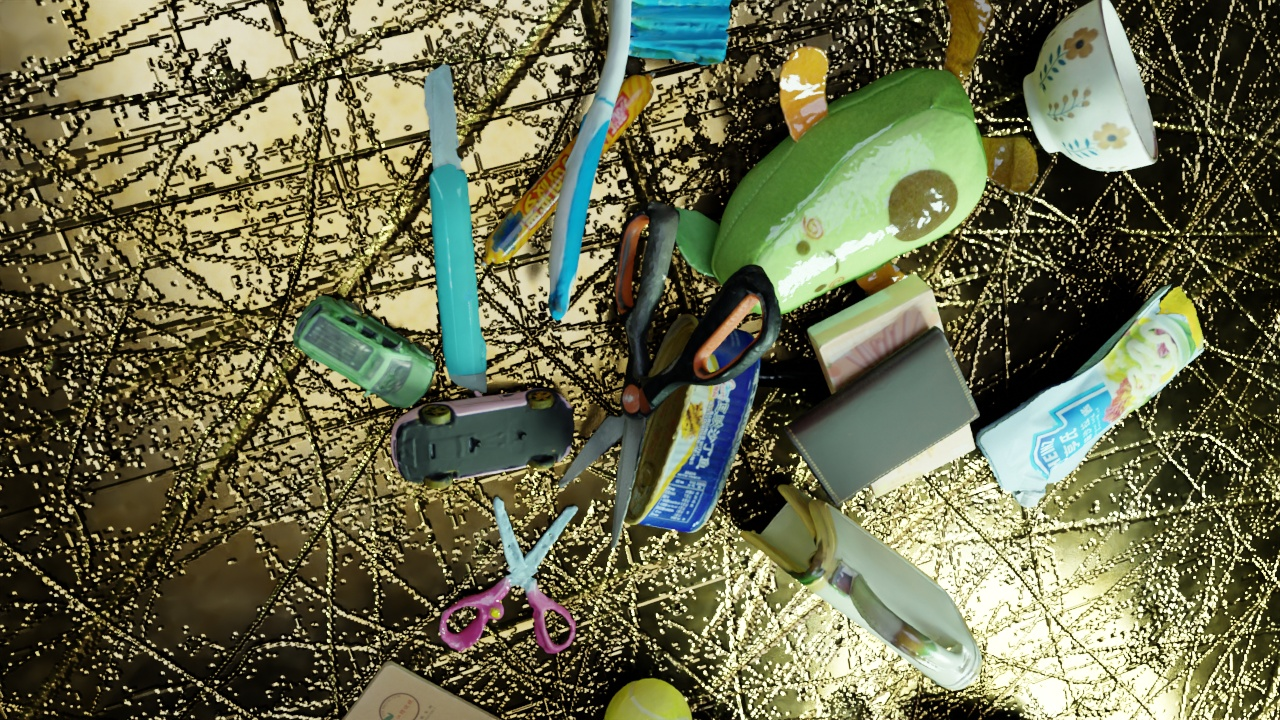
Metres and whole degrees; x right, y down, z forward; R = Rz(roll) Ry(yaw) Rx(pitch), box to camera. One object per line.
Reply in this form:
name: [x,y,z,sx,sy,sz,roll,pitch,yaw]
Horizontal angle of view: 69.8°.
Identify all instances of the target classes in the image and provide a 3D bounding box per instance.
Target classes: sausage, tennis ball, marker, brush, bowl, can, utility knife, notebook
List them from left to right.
notebook: [-0.145,0.328,0.690,0.207,0.008,0.148,36,94,-20]
utility knife: [-0.117,-0.078,0.582,0.029,0.013,0.210,-5,109,-11]
sausage: [-0.046,-0.121,0.583,0.021,0.021,0.165,40,93,-20]
brush: [-0.001,-0.181,0.544,0.109,0.060,0.314,0,95,-7]
tennis ball: [0.006,0.270,0.679,0.065,0.065,0.065,-3,106,-13]
can: [0.031,0.044,0.620,0.049,0.074,0.148,14,102,-20]
marker: [0.124,0.011,0.660,0.132,0.022,0.020,3,69,-14]
bowl: [0.298,-0.177,0.617,0.062,0.113,0.113,-16,114,36]

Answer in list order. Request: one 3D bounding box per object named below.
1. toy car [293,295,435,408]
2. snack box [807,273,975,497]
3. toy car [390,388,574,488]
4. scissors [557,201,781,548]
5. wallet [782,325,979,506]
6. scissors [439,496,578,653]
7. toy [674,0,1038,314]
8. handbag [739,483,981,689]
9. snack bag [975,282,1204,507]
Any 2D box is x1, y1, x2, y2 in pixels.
toy car: [-0.173,-0.003,0.579,0.091,0.036,0.043,33,94,-23]
snack box: [0.180,0.022,0.649,0.084,0.026,0.157,-27,124,2]
toy car: [-0.104,0.049,0.610,0.122,0.037,0.056,-7,115,-24]
scissors: [0.008,0.008,0.579,0.021,0.223,0.220,5,79,-42]
wallet: [0.167,0.042,0.630,0.122,0.020,0.096,-34,129,6]
scissors: [-0.081,0.161,0.657,0.128,0.017,0.133,39,90,-18]
toy: [0.146,-0.113,0.592,0.247,0.090,0.227,-36,126,1]
handbag: [0.168,0.163,0.630,0.163,0.179,0.063,37,89,-18]
snack bag: [0.345,0.031,0.703,0.191,0.039,0.110,-41,137,-2]
